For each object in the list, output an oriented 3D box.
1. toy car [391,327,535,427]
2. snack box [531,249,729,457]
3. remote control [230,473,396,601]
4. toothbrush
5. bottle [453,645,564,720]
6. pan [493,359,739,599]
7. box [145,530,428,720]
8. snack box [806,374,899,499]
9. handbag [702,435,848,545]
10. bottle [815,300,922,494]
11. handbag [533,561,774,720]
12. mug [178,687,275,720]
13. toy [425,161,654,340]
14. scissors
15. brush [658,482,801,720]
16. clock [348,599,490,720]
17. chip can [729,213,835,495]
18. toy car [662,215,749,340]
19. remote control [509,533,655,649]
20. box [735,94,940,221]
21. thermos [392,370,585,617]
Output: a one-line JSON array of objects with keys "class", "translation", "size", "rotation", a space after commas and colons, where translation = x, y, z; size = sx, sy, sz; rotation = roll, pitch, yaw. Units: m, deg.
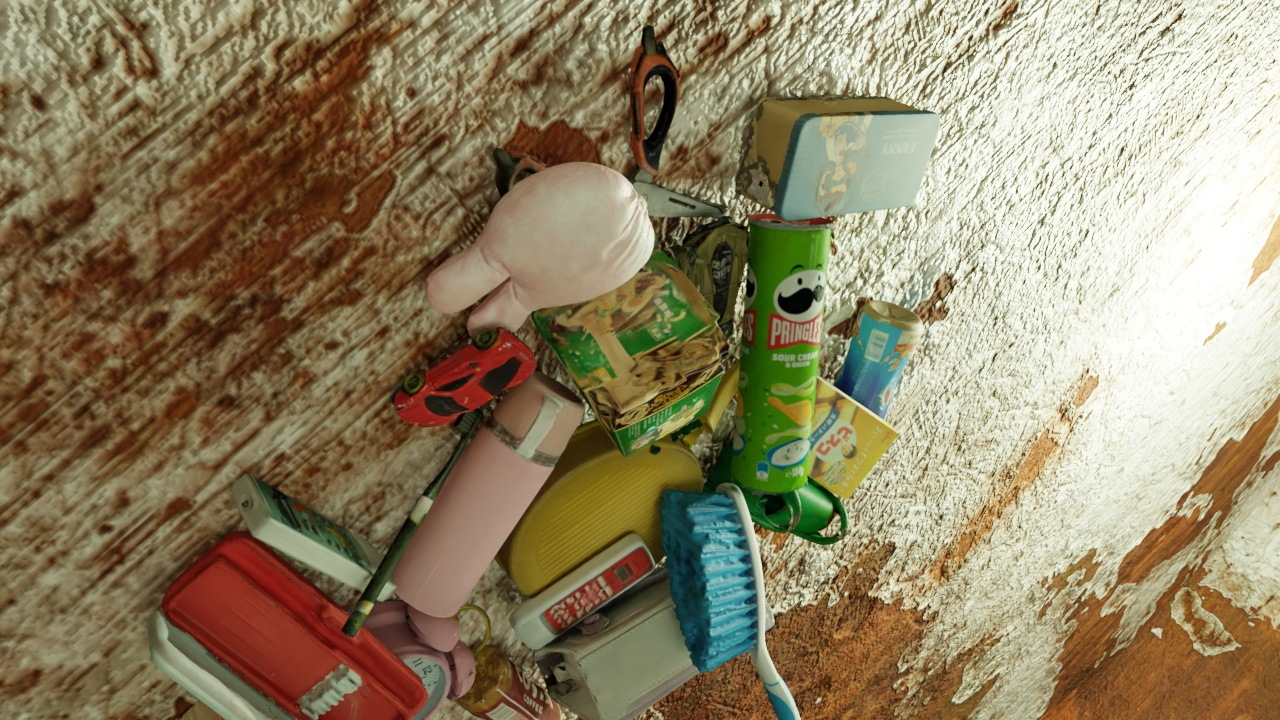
[{"class": "toy car", "translation": [-0.126, 0.017, 0.654], "size": [0.106, 0.031, 0.049], "rotation": [-29, 144, 8]}, {"class": "snack box", "translation": [-0.004, 0.004, 0.710], "size": [0.118, 0.117, 0.106], "rotation": [-27, 149, -15]}, {"class": "remote control", "translation": [-0.226, 0.126, 0.646], "size": [0.019, 0.056, 0.135], "rotation": [-46, 137, -5]}, {"class": "toothbrush", "translation": [-0.165, 0.112, 0.667], "size": [0.017, 0.012, 0.185], "rotation": [47, 61, -41]}, {"class": "bottle", "translation": [-0.120, 0.333, 0.882], "size": [0.057, 0.057, 0.175], "rotation": [-39, 137, -11]}, {"class": "pan", "translation": [0.022, 0.081, 0.830], "size": [0.357, 0.078, 0.198], "rotation": [-34, 139, -7]}, {"class": "box", "translation": [-0.235, 0.221, 0.625], "size": [0.095, 0.102, 0.201], "rotation": [-41, 115, -6]}, {"class": "snack box", "translation": [0.175, 0.067, 0.906], "size": [0.140, 0.033, 0.087], "rotation": [33, 101, -19]}, {"class": "handbag", "translation": [0.132, 0.135, 0.904], "size": [0.131, 0.120, 0.068], "rotation": [30, 94, -48]}, {"class": "bottle", "translation": [0.227, 0.046, 0.959], "size": [0.065, 0.065, 0.219], "rotation": [-6, 123, -37]}, {"class": "handbag", "translation": [0.007, 0.258, 0.881], "size": [0.196, 0.098, 0.145], "rotation": [-23, 176, -28]}, {"class": "mug", "translation": [-0.294, 0.296, 0.673], "size": [0.081, 0.106, 0.115], "rotation": [-14, 127, -33]}, {"class": "toy", "translation": [-0.067, -0.071, 0.625], "size": [0.159, 0.054, 0.121], "rotation": [-30, 143, 11]}, {"class": "scissors", "translation": [-0.013, -0.128, 0.670], "size": [0.188, 0.015, 0.223], "rotation": [-27, 137, -20]}, {"class": "brush", "translation": [0.093, 0.258, 0.815], "size": [0.109, 0.061, 0.314], "rotation": [-11, 93, -33]}, {"class": "clock", "translation": [-0.197, 0.252, 0.757], "size": [0.158, 0.060, 0.117], "rotation": [-27, 132, -23]}, {"class": "chip can", "translation": [0.120, -0.005, 0.786], "size": [0.072, 0.072, 0.236], "rotation": [-10, 110, -35]}, {"class": "toy car", "translation": [0.052, -0.050, 0.757], "size": [0.070, 0.042, 0.158], "rotation": [-23, 142, -25]}, {"class": "remote control", "translation": [-0.050, 0.205, 0.810], "size": [0.136, 0.020, 0.056], "rotation": [-32, 139, -9]}, {"class": "box", "translation": [0.169, -0.170, 0.759], "size": [0.184, 0.062, 0.090], "rotation": [-13, 127, -31]}, {"class": "thermos", "translation": [-0.117, 0.103, 0.701], "size": [0.067, 0.087, 0.199], "rotation": [34, 99, -11]}]
